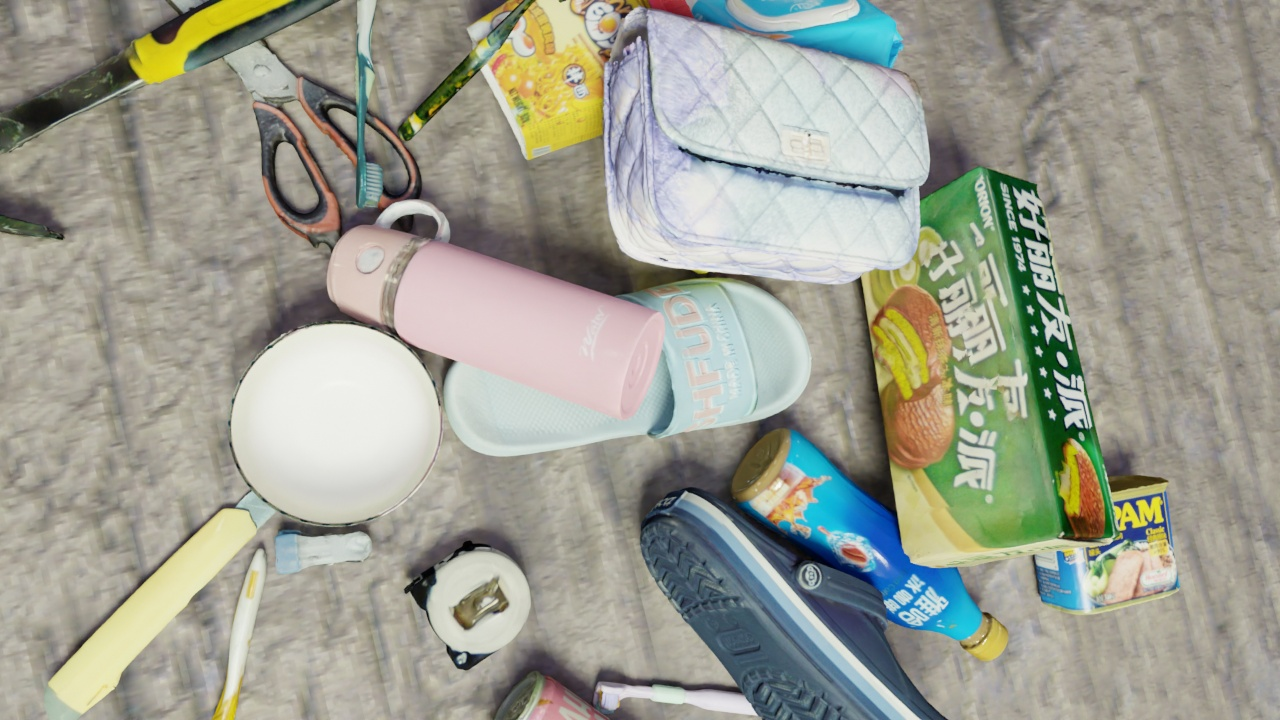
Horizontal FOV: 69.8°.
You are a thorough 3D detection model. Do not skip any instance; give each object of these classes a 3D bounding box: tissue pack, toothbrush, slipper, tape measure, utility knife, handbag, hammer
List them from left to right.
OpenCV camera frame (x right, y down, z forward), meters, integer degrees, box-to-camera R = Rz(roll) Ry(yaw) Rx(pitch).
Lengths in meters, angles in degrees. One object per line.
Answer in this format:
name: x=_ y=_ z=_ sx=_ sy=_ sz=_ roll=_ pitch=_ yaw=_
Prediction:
hammer: x=-0.276 y=-0.182 z=0.544 sx=0.323 sy=0.032 sz=0.126 roll=-31 pitch=92 yaw=-10
utility knife: x=-0.269 y=0.130 z=0.539 sx=0.031 sy=0.021 sz=0.198 roll=45 pitch=77 yaw=-11
toothbrush: x=-0.248 y=0.206 z=0.540 sx=0.018 sy=0.016 sz=0.191 roll=11 pitch=83 yaw=-5
toothbrush: x=-0.172 y=-0.186 z=0.583 sx=0.018 sy=0.016 sz=0.191 roll=5 pitch=75 yaw=-29
tape measure: x=-0.103 y=0.149 z=0.573 sx=0.066 sy=0.034 sz=0.066 roll=-34 pitch=95 yaw=-15
toothbrush: x=-0.093 y=-0.175 z=0.538 sx=0.017 sy=0.186 sz=0.012 roll=56 pitch=44 yaw=-9
slipper: x=-0.003 y=0.003 z=0.591 sx=0.245 sy=0.074 sz=0.104 roll=-11 pitch=87 yaw=-14
toothbrush: x=0.062 y=0.232 z=0.615 sx=0.189 sy=0.029 sz=0.021 roll=10 pitch=45 yaw=-14
handbag: x=0.077 y=-0.118 z=0.528 sx=0.193 sy=0.076 sz=0.134 roll=2 pitch=80 yaw=-28
tissue pack: x=0.097 y=-0.215 z=0.622 sx=0.140 sy=0.063 sz=0.090 roll=-15 pitch=46 yaw=-15
slipper: x=0.106 y=0.175 z=0.588 sx=0.253 sy=0.105 sz=0.095 roll=45 pitch=58 yaw=5

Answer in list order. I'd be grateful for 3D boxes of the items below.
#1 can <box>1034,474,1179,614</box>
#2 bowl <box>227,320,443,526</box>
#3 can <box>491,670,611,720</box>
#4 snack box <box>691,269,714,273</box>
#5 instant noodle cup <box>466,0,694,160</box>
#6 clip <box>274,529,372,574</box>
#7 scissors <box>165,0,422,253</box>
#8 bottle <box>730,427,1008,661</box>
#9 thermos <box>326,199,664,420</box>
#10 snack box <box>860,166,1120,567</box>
can: x=0.341 y=0.134 z=0.677 sx=0.102 sy=0.057 sz=0.083 roll=-8 pitch=89 yaw=-15
bowl: x=-0.178 y=0.038 z=0.545 sx=0.116 sy=0.066 sz=0.116 roll=2 pitch=84 yaw=-15
can: x=-0.022 y=0.257 z=0.571 sx=0.147 sy=0.058 sz=0.057 roll=38 pitch=77 yaw=-8
snack box: x=0.057 y=-0.112 z=0.610 sx=0.080 sy=0.091 sz=0.082 roll=-38 pitch=97 yaw=-21
instant noodle cup: x=-0.036 y=-0.195 z=0.587 sx=0.123 sy=0.116 sz=0.116 roll=-27 pitch=92 yaw=-4
clip: x=-0.193 y=0.116 z=0.560 sx=0.058 sy=0.041 sz=0.026 roll=1 pitch=82 yaw=-19
scissors: x=-0.236 y=-0.159 z=0.575 sx=0.205 sy=0.015 sz=0.197 roll=10 pitch=83 yaw=-13
bottle: x=0.162 y=0.132 z=0.626 sx=0.218 sy=0.065 sz=0.065 roll=37 pitch=77 yaw=-8
thermos: x=-0.084 y=-0.036 z=0.542 sx=0.199 sy=0.067 sz=0.087 roll=20 pitch=72 yaw=16
snack box: x=0.216 y=0.007 z=0.596 sx=0.063 sy=0.115 sz=0.239 roll=8 pitch=69 yaw=-31
